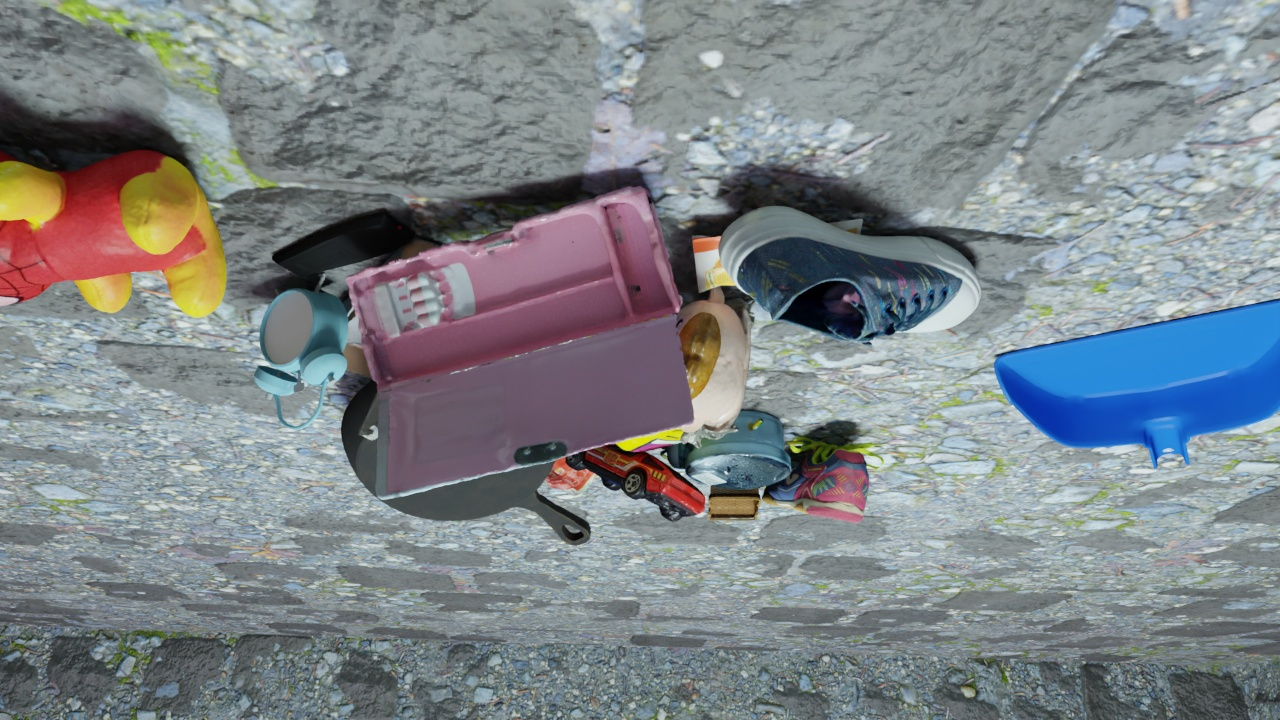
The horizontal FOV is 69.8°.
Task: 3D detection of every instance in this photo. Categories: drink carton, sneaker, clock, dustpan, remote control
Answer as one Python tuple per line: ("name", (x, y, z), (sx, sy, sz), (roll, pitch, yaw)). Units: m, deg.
("drink carton", (0.101, -0.078, 0.677), (0.122, 0.038, 0.069), (-7, 154, 4))
("sneaker", (0.216, 0.140, 1.097), (0.116, 0.091, 0.242), (11, 173, -7))
("sneaker", (0.160, -0.042, 0.654), (0.235, 0.079, 0.088), (8, 139, -33))
("clock", (-0.273, -0.004, 0.745), (0.088, 0.123, 0.042), (-12, 162, 27))
("dustpan", (0.498, 0.043, 0.883), (0.246, 0.059, 0.257), (-13, 153, 28))
("clock", (0.095, 0.105, 1.033), (0.162, 0.060, 0.118), (-16, 150, 34))
("remote control", (-0.229, -0.086, 0.698), (0.125, 0.010, 0.039), (-12, 152, 28))

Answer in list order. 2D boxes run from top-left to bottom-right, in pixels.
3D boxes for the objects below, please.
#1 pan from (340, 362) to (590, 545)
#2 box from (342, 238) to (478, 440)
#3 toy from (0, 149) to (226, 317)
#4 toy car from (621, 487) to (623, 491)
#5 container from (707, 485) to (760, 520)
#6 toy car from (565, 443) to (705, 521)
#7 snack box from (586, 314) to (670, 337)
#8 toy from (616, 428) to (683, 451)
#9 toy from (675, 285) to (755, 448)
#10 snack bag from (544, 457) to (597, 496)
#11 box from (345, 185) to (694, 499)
("pan", (-0.158, 0.128, 0.989), (0.249, 0.043, 0.356), (-28, 133, 17))
("box", (-0.205, -0.021, 0.769), (0.107, 0.094, 0.217), (43, 140, -17))
("toy", (-0.392, -0.088, 0.600), (0.216, 0.098, 0.148), (3, 145, -6))
("toy car", (-0.008, 0.151, 1.165), (0.042, 0.036, 0.092), (-4, 155, 12))
("container", (0.115, 0.158, 1.139), (0.063, 0.061, 0.114), (-1, 157, 4))
("toy car", (-0.012, 0.128, 1.035), (0.190, 0.056, 0.081), (14, 162, 48))
("snack box", (-0.005, 0.005, 0.841), (0.075, 0.025, 0.152), (-15, 155, -4))
("toy", (0.017, 0.072, 0.973), (0.094, 0.041, 0.095), (-25, 162, 25))
("toy", (0.045, 0.001, 0.720), (0.076, 0.132, 0.176), (6, 174, 11))
("snack bag", (-0.125, 0.120, 1.108), (0.087, 0.044, 0.155), (-23, 141, 33))
("box", (-0.084, -0.010, 0.638), (0.233, 0.179, 0.059), (-13, 169, 13))
